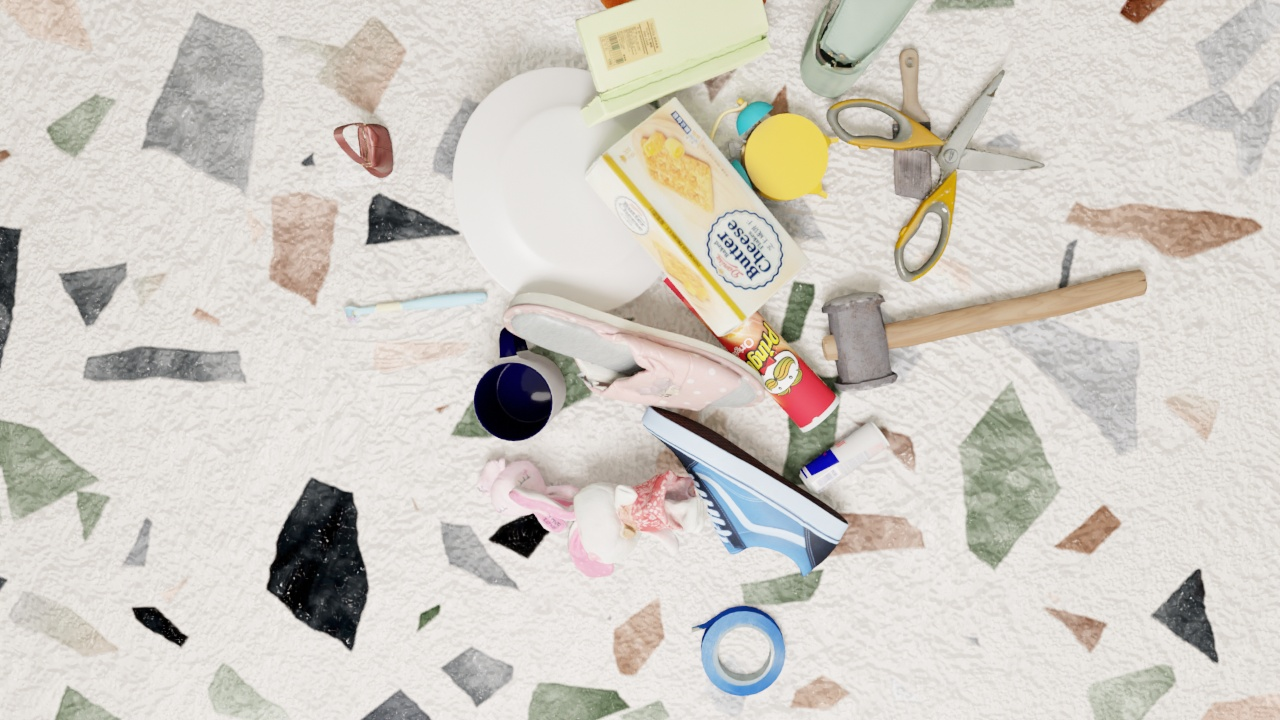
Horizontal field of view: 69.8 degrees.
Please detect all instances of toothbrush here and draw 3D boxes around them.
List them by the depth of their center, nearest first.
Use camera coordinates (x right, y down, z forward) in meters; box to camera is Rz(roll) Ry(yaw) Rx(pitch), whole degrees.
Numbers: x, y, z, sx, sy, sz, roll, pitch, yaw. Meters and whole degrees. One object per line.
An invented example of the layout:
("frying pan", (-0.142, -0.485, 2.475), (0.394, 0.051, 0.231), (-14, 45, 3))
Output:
("toothbrush", (-0.238, -0.058, 0.972), (0.155, 0.016, 0.022), (-7, 127, 5))

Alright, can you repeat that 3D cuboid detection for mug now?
("mug", (-0.123, 0.019, 0.933), (0.078, 0.097, 0.112), (-9, 95, 4))

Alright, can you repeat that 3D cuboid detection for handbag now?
("handbag", (0.199, -0.310, 0.868), (0.067, 0.121, 0.106), (35, 96, 0))
("handbag", (-0.277, -0.214, 0.906), (0.029, 0.119, 0.055), (-6, 95, 3))

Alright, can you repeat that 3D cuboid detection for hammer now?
("hammer", (0.347, -0.043, 0.929), (0.328, 0.052, 0.098), (-11, 95, 1))

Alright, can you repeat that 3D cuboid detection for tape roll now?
("tape roll", (0.110, 0.313, 0.989), (0.091, 0.016, 0.093), (-23, 94, 5))

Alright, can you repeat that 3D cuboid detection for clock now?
("clock", (0.131, -0.207, 0.924), (0.129, 0.043, 0.099), (11, 96, -5))

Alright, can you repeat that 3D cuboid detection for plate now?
("plate", (-0.061, -0.165, 0.893), (0.242, 0.016, 0.242), (0, 90, -25))

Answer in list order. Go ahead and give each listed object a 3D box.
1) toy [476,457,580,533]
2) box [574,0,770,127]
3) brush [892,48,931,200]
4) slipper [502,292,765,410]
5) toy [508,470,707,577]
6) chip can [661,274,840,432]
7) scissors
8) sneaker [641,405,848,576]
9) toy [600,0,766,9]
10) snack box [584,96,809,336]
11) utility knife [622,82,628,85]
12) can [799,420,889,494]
("toy", (-0.119, 0.142, 0.971), (0.110, 0.047, 0.064), (22, 108, -4))
("box", (0.033, -0.285, 0.858), (0.187, 0.128, 0.066), (-25, 56, -18))
("brush", (0.274, -0.237, 0.926), (0.039, 0.012, 0.151), (-3, 97, 2))
("slipper", (-0.005, 0.005, 0.898), (0.274, 0.114, 0.054), (19, 64, -14))
("toy", (-0.018, 0.160, 0.920), (0.195, 0.084, 0.159), (-13, 130, 28))
("chip can", (0.112, -0.022, 0.938), (0.052, 0.051, 0.214), (-43, 92, 6))
("scissors", (0.283, -0.197, 0.915), (0.230, 0.016, 0.225), (26, 97, -3))
("sneaker", (0.090, 0.143, 0.942), (0.241, 0.083, 0.098), (33, 96, -3))
("toy", (0.034, -0.405, 0.891), (0.172, 0.093, 0.164), (-12, 98, -8))
("snack box", (0.054, -0.136, 0.883), (0.104, 0.058, 0.208), (-42, 94, -21))
("utility knife", (-0.039, -0.277, 0.941), (0.162, 0.015, 0.022), (-32, 119, 7))
("can", (0.211, 0.102, 0.954), (0.095, 0.032, 0.032), (-36, 93, 6))
